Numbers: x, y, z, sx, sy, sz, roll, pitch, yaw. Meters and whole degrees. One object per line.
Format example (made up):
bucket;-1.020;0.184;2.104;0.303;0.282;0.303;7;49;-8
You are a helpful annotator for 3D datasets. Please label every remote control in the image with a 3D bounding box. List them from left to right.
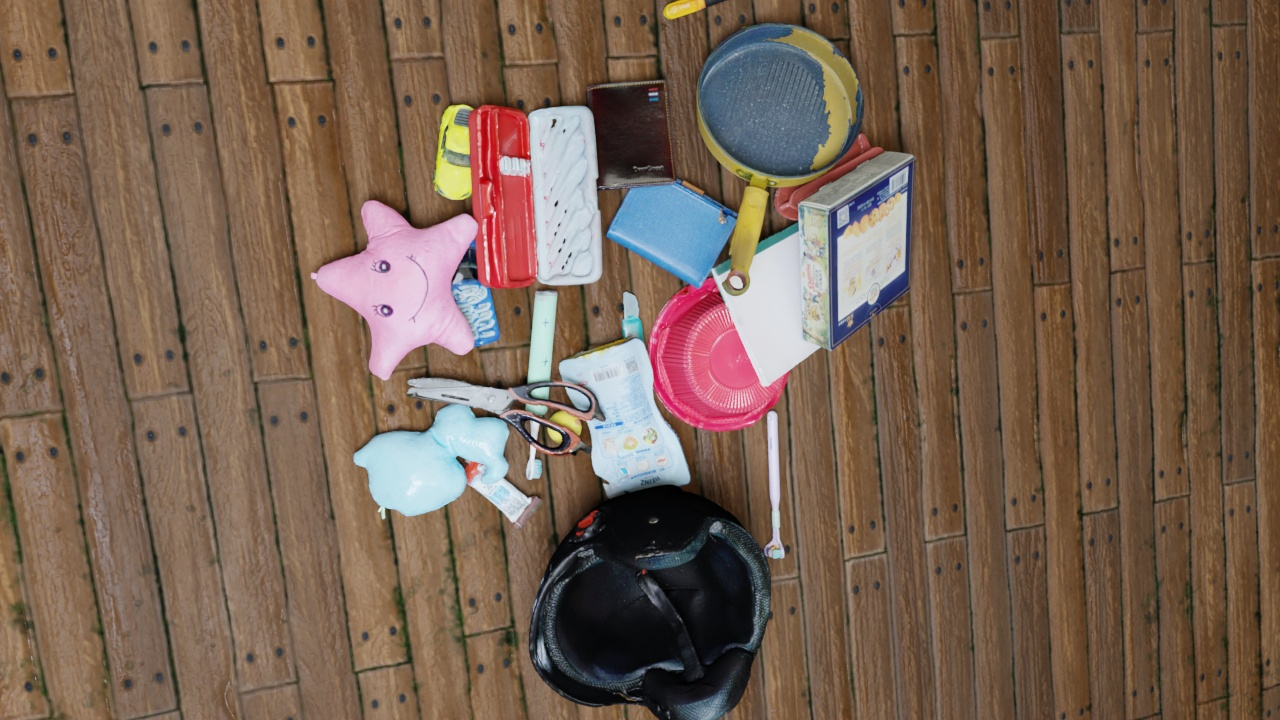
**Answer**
remote control;-0.196;-0.078;1.044;0.049;0.024;0.125;-13;95;-14

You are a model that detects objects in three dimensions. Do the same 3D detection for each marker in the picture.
marker;0.085;-0.431;1.092;0.123;0.015;0.018;-23;105;-14

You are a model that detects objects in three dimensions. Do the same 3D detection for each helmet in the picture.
helmet;0.007;0.261;1.026;0.274;0.230;0.233;-17;106;-5

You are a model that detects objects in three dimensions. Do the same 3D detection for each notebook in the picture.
notebook;0.181;-0.079;1.103;0.208;0.012;0.150;-31;100;-38

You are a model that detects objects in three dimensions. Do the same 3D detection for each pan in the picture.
pan;0.142;-0.229;1.046;0.197;0.078;0.357;16;77;-1

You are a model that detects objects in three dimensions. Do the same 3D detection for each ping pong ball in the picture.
ping pong ball;-0.089;0.079;1.078;0.040;0.040;0.040;-1;95;-15

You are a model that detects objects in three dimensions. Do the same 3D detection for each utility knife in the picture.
utility knife;-0.007;0.006;1.108;0.029;0.013;0.179;-7;97;-10

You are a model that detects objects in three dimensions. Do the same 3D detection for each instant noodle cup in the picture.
instant noodle cup;0.109;-0.005;1.112;0.193;0.066;0.194;-2;96;-16

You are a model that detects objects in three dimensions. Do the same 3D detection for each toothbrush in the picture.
toothbrush;-0.119;0.029;1.073;0.027;0.026;0.224;3;95;-36
toothbrush;0.169;0.158;1.167;0.021;0.029;0.189;-8;97;-55

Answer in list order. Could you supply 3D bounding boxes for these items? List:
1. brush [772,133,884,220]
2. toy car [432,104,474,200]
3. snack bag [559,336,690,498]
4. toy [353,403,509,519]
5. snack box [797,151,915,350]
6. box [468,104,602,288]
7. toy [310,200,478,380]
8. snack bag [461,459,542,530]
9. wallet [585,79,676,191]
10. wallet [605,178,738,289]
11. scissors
brush;0.228;-0.219;1.122;0.145;0.069;0.063;-30;101;-11
toy car;-0.203;-0.232;1.024;0.048;0.032;0.105;7;95;-16
snack bag;-0.019;0.074;1.092;0.110;0.039;0.191;-19;100;1
toy;-0.235;0.115;1.034;0.161;0.050;0.156;26;72;0
snack box;0.257;-0.131;1.082;0.177;0.046;0.183;-33;130;-35
box;-0.120;-0.184;1.036;0.154;0.074;0.201;-5;97;-19
toy;-0.268;-0.074;1.000;0.178;0.074;0.194;5;97;-3
snack bag;-0.168;0.151;1.071;0.104;0.026;0.048;39;88;-15
wallet;-0.011;-0.260;1.063;0.096;0.020;0.122;-5;88;-1
wallet;0.038;-0.162;1.091;0.133;0.040;0.106;28;88;-8
scissors;-0.154;0.061;1.036;0.206;0.015;0.192;-27;85;-17
